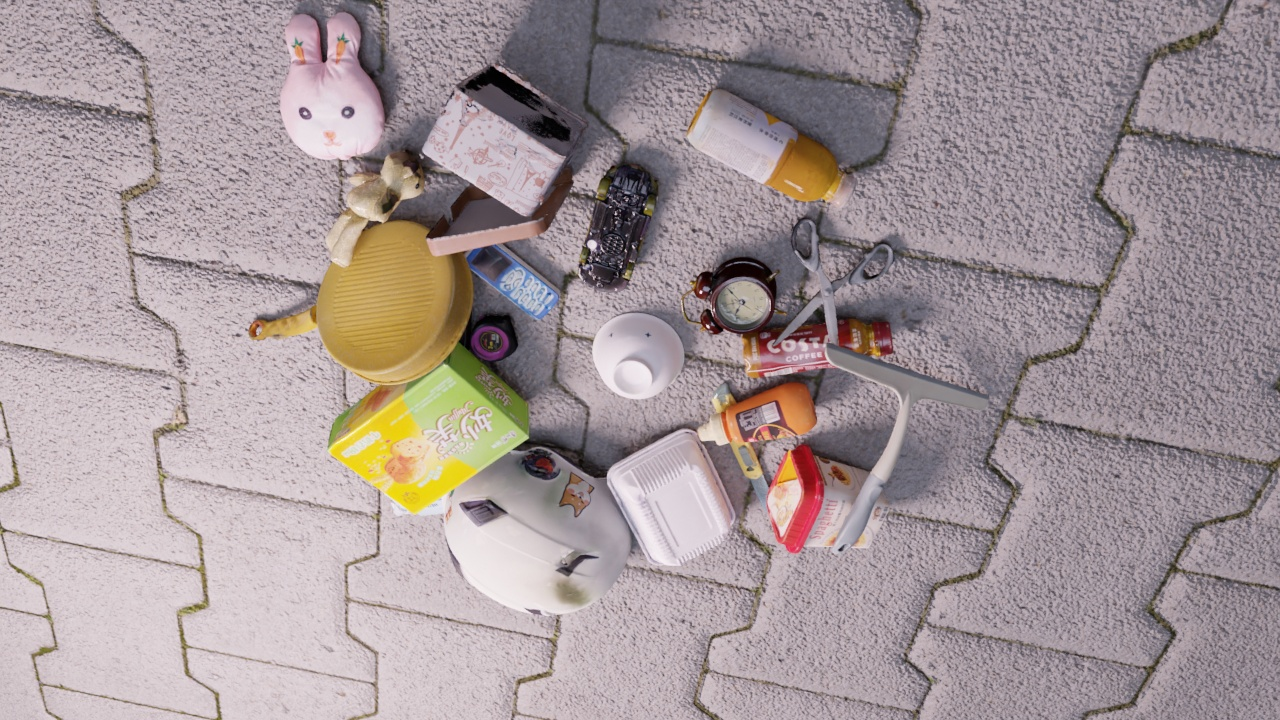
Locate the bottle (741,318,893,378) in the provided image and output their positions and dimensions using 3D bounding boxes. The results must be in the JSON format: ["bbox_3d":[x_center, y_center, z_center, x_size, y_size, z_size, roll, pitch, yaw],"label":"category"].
[{"bbox_3d":[0.212,-0.016,1.104,0.175,0.057,0.057,-7,117,11],"label":"bottle"}]

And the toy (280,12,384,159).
[{"bbox_3d":[-0.351,-0.306,1.032,0.121,0.054,0.159,-1,110,8],"label":"toy"}]

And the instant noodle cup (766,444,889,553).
[{"bbox_3d":[0.242,0.185,1.187,0.124,0.116,0.117,11,120,-12],"label":"instant noodle cup"}]

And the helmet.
[{"bbox_3d":[-0.143,0.248,1.232,0.274,0.156,0.231,21,119,-12],"label":"helmet"}]

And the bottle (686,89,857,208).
[{"bbox_3d":[0.145,-0.224,0.993,0.189,0.067,0.068,27,119,-7],"label":"bottle"}]

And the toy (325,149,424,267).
[{"bbox_3d":[-0.311,-0.177,1.068,0.157,0.105,0.066,-47,131,10],"label":"toy"}]

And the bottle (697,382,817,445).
[{"bbox_3d":[0.144,0.074,1.156,0.150,0.066,0.067,-17,115,14],"label":"bottle"}]

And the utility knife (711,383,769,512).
[{"bbox_3d":[0.141,0.122,1.218,0.031,0.022,0.216,-16,120,21],"label":"utility knife"}]

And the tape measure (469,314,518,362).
[{"bbox_3d":[-0.186,-0.029,1.165,0.058,0.039,0.057,-12,116,9],"label":"tape measure"}]

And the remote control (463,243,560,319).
[{"bbox_3d":[-0.158,-0.104,1.128,0.125,0.024,0.049,38,117,-14],"label":"remote control"}]

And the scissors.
[{"bbox_3d":[0.212,-0.083,1.058,0.179,0.014,0.159,-41,93,1],"label":"scissors"}]

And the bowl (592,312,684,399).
[{"bbox_3d":[-0.007,0.007,1.144,0.118,0.064,0.118,4,119,7],"label":"bowl"}]

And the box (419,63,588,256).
[{"bbox_3d":[-0.153,-0.196,0.991,0.152,0.182,0.175,33,114,-9],"label":"box"}]

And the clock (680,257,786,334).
[{"bbox_3d":[0.108,-0.073,1.088,0.122,0.055,0.082,-9,117,10],"label":"clock"}]

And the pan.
[{"bbox_3d":[-0.362,-0.060,1.128,0.358,0.078,0.197,-5,73,20],"label":"pan"}]

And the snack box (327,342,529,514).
[{"bbox_3d":[-0.269,0.086,1.178,0.210,0.070,0.157,-34,123,16],"label":"snack box"}]

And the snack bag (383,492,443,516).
[{"bbox_3d":[-0.323,0.142,1.279,0.110,0.038,0.191,-11,119,5],"label":"snack bag"}]

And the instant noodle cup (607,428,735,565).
[{"bbox_3d":[0.050,0.192,1.214,0.138,0.060,0.173,-28,115,-5],"label":"instant noodle cup"}]

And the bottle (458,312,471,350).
[{"bbox_3d":[-0.259,-0.019,1.179,0.080,0.043,0.195,12,120,5],"label":"bottle"}]

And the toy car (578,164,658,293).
[{"bbox_3d":[-0.028,-0.152,1.072,0.070,0.042,0.158,19,118,-3],"label":"toy car"}]

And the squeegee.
[{"bbox_3d":[0.285,0.128,1.097,0.246,0.039,0.247,17,101,-21],"label":"squeegee"}]
